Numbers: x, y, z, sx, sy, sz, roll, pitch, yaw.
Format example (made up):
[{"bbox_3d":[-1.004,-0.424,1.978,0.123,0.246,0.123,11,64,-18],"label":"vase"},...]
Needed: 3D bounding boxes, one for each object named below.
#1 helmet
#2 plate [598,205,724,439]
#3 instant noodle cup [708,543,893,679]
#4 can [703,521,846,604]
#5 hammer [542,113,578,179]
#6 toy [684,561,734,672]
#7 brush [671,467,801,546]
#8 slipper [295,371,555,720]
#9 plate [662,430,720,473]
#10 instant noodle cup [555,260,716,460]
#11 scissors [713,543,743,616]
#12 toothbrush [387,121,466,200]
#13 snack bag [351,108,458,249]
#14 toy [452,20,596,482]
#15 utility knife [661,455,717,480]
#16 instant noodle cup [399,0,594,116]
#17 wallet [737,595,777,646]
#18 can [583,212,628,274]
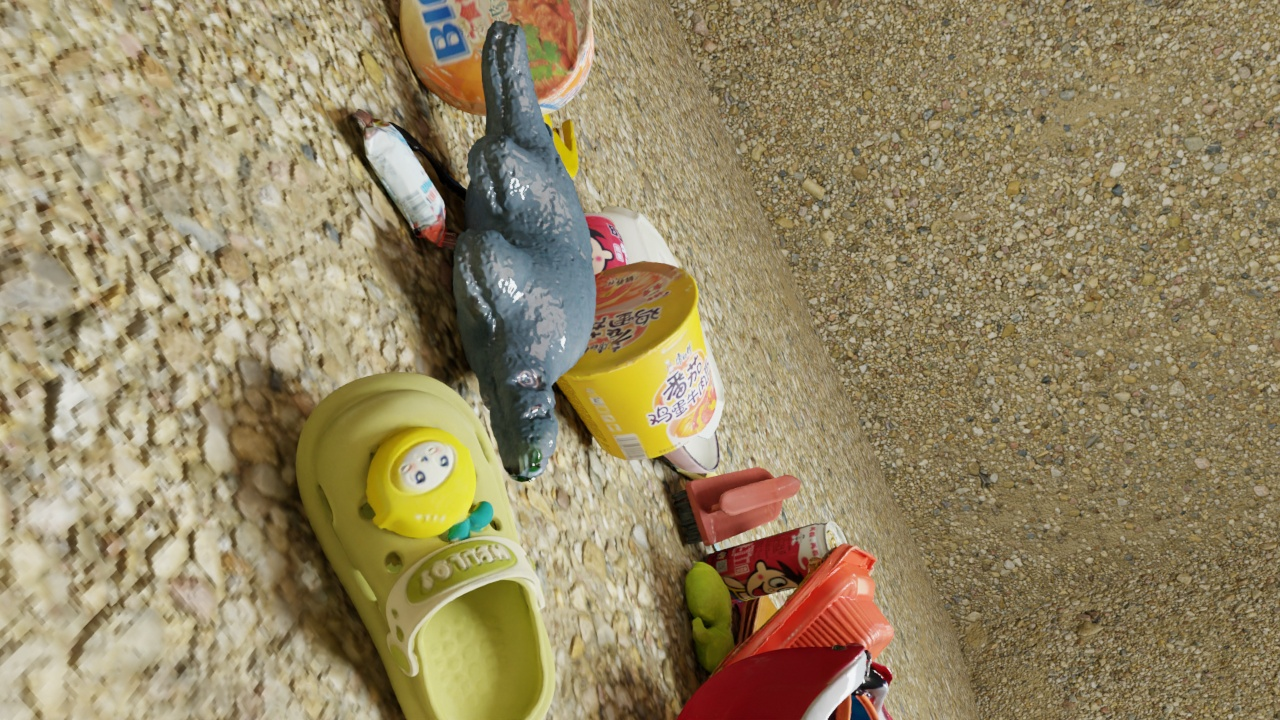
[{"bbox_3d":[0.098,0.302,0.626,0.240,0.144,0.206,52,42,-44],"label":"helmet"},{"bbox_3d":[0.027,-0.048,0.915,0.162,0.034,0.265,41,26,-53],"label":"plate"},{"bbox_3d":[0.144,0.242,0.773,0.079,0.189,0.164,43,6,27],"label":"instant noodle cup"},{"bbox_3d":[0.129,0.194,0.876,0.053,0.133,0.053,38,40,-41],"label":"can"},{"bbox_3d":[-0.138,-0.308,0.879,0.301,0.033,0.128,63,17,-16],"label":"hammer"},{"bbox_3d":[0.063,0.227,0.822,0.096,0.031,0.100,28,43,-62],"label":"toy"},{"bbox_3d":[0.102,0.140,0.915,0.145,0.069,0.063,-4,73,-50],"label":"brush"},{"bbox_3d":[-0.082,0.094,0.413,0.091,0.082,0.190,-23,97,-35],"label":"slipper"},{"bbox_3d":[0.017,0.028,0.905,0.192,0.039,0.192,55,17,-27],"label":"plate"},{"bbox_3d":[-0.004,0.004,0.734,0.137,0.138,0.110,-90,160,-52],"label":"instant noodle cup"},{"bbox_3d":[0.098,0.223,0.967,0.133,0.017,0.130,63,20,-3],"label":"scissors"},{"bbox_3d":[-0.137,-0.127,0.691,0.189,0.016,0.014,40,26,-63],"label":"toothbrush"},{"bbox_3d":[-0.153,-0.118,0.599,0.104,0.026,0.048,61,4,-25],"label":"snack bag"},{"bbox_3d":[-0.079,-0.068,0.626,0.138,0.091,0.355,78,5,-59],"label":"toy"},{"bbox_3d":[0.055,0.117,0.975,0.190,0.020,0.031,28,36,-58],"label":"utility knife"},{"bbox_3d":[-0.105,-0.268,0.750,0.111,0.151,0.151,-47,113,-81],"label":"instant noodle cup"},{"bbox_3d":[0.137,0.313,0.925,0.131,0.035,0.118,55,27,-24],"label":"wallet"},{"bbox_3d":[-0.042,-0.078,0.823,0.066,0.067,0.093,38,34,-59],"label":"can"}]
